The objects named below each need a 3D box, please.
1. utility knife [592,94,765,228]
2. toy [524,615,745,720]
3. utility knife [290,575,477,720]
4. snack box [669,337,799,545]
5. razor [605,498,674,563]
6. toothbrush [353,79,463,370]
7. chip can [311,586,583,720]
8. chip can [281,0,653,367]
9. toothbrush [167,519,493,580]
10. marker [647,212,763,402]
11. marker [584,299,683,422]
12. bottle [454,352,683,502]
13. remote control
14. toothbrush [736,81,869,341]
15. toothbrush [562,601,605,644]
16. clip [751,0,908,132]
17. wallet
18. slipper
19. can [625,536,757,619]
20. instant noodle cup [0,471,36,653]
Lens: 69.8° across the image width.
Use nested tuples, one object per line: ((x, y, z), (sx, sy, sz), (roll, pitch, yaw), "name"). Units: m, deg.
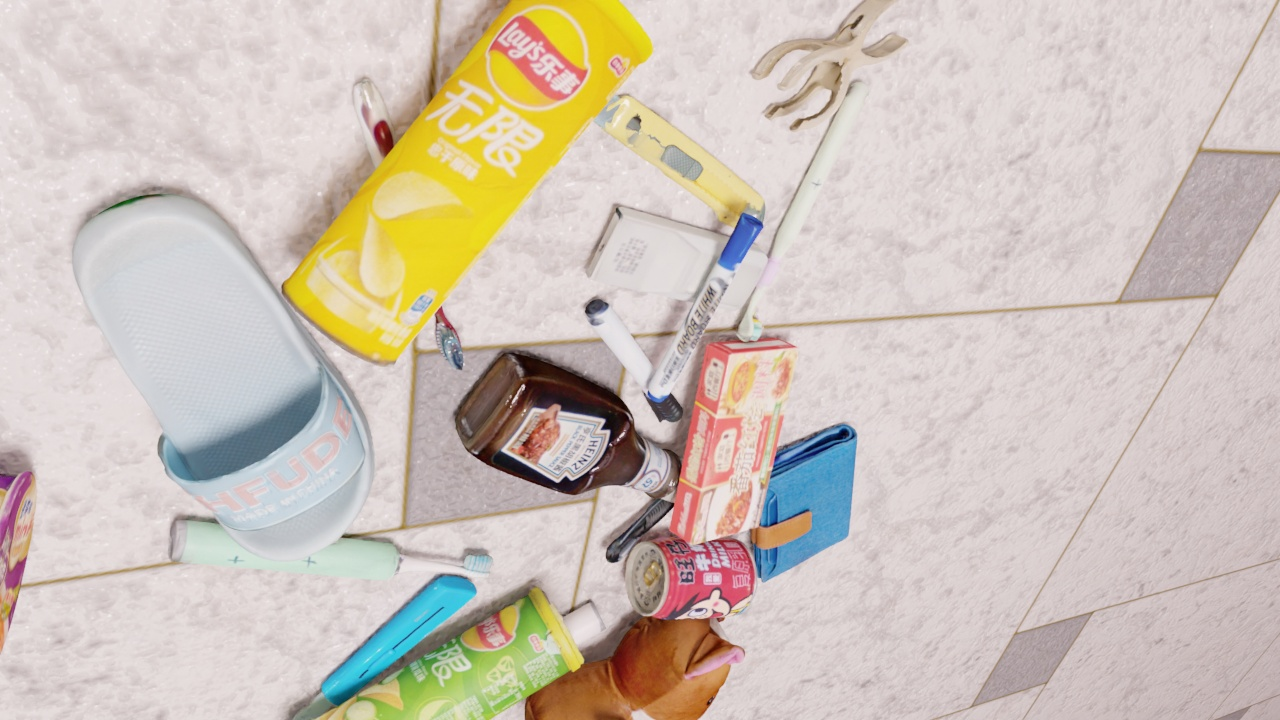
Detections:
((0.016, -0.125, 0.557), (0.194, 0.020, 0.031), (28, 102, -35), "utility knife")
((0.002, 0.289, 0.790), (0.199, 0.140, 0.130), (-40, 104, -2), "toy")
((-0.210, 0.234, 0.701), (0.207, 0.018, 0.034), (-41, 133, 7), "utility knife")
((0.069, 0.059, 0.683), (0.075, 0.025, 0.153), (-5, 113, -40), "snack box")
((0.025, 0.111, 0.732), (0.143, 0.022, 0.042), (-41, 138, 3), "razor")
((-0.127, -0.067, 0.516), (0.016, 0.017, 0.188), (-21, 131, -14), "toothbrush")
((-0.155, 0.258, 0.700), (0.221, 0.072, 0.073), (-28, 133, -14), "chip can")
((-0.087, -0.098, 0.464), (0.213, 0.072, 0.072), (-50, 132, 5), "chip can")
((-0.199, 0.134, 0.623), (0.224, 0.026, 0.027), (16, 93, -36), "toothbrush")
((0.040, -0.031, 0.603), (0.016, 0.017, 0.146), (7, 125, -33), "marker")
((-0.004, 0.004, 0.638), (0.023, 0.018, 0.131), (-30, 134, 7), "marker")
((-0.034, 0.060, 0.647), (0.194, 0.044, 0.080), (28, 105, -41), "bottle")
((0.027, -0.063, 0.600), (0.124, 0.024, 0.049), (10, 120, -33), "remote control")
((0.109, -0.097, 0.623), (0.020, 0.029, 0.190), (24, 115, 5), "toothbrush")
((-0.132, 0.263, 0.759), (0.221, 0.026, 0.027), (-26, 91, -8), "toothbrush")
((0.120, -0.173, 0.564), (0.104, 0.034, 0.081), (-27, 130, -19), "clip")
((0.141, 0.126, 0.798), (0.106, 0.040, 0.133), (-22, 131, -18), "wallet")
((-0.216, 0.025, 0.500), (0.104, 0.074, 0.246), (-24, 131, -13), "slipper")
((0.042, 0.181, 0.763), (0.093, 0.066, 0.067), (8, 119, -33), "can")
((-0.372, 0.104, 0.458), (0.099, 0.111, 0.112), (12, 117, -26), "instant noodle cup")
